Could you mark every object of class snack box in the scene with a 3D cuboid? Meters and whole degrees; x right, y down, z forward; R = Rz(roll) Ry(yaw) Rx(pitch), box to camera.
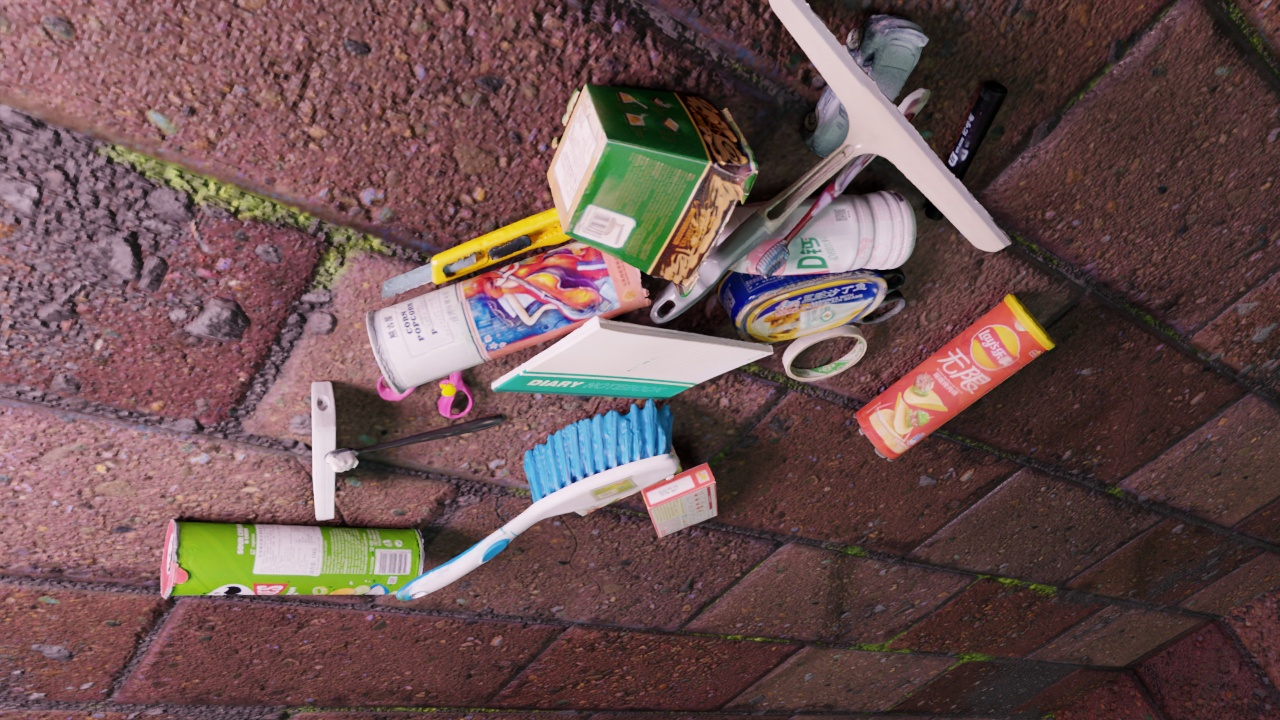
[{"bbox_3d":[-0.001,-0.128,0.649,0.105,0.117,0.118,9,129,-26],"label":"snack box"},{"bbox_3d":[0.046,0.160,1.027,0.077,0.027,0.156,-21,157,-3],"label":"snack box"}]

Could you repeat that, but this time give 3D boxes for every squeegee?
[{"bbox_3d":[0.099,-0.108,0.699,0.246,0.039,0.247,47,117,-6],"label":"squeegee"}]

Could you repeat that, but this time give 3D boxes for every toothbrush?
[{"bbox_3d":[-0.195,0.071,0.821,0.180,0.018,0.016,-13,138,-44],"label":"toothbrush"},{"bbox_3d":[0.156,-0.136,0.711,0.016,0.017,0.188,35,105,-31],"label":"toothbrush"}]

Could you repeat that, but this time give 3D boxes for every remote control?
[{"bbox_3d":[-0.279,0.082,0.810,0.019,0.056,0.135,-3,137,-22],"label":"remote control"}]

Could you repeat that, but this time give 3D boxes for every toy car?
[{"bbox_3d":[0.169,-0.204,0.697,0.054,0.036,0.121,1,139,-27],"label":"toy car"}]

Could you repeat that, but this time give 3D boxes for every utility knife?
[{"bbox_3d":[-0.115,-0.086,0.721,0.197,0.015,0.033,-22,141,1],"label":"utility knife"}]

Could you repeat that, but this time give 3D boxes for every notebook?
[{"bbox_3d":[-0.005,0.005,0.811,0.208,0.012,0.151,6,156,-42],"label":"notebook"}]

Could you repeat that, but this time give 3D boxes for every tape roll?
[{"bbox_3d":[0.187,-0.007,0.934,0.085,0.014,0.086,-11,149,-7],"label":"tape roll"}]

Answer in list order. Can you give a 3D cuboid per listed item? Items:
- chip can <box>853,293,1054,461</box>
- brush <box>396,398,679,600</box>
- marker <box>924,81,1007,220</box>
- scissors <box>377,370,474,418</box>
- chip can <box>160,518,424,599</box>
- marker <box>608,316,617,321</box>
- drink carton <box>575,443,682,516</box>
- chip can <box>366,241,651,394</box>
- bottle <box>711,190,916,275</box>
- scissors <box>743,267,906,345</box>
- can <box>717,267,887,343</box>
[{"bbox_3d":[0.338,0.022,0.999,0.073,0.073,0.217,24,123,-41],"label":"chip can"},{"bbox_3d":[-0.106,0.140,0.913,0.315,0.109,0.060,-20,149,7],"label":"brush"},{"bbox_3d":[0.278,-0.177,0.787,0.022,0.020,0.132,-20,144,-28],"label":"marker"},{"bbox_3d":[-0.172,0.003,0.799,0.124,0.017,0.134,1,132,-25],"label":"scissors"},{"bbox_3d":[-0.337,0.196,0.902,0.235,0.072,0.072,8,132,-32],"label":"chip can"},{"bbox_3d":[-0.078,-0.031,0.798,0.123,0.015,0.018,-8,131,-23],"label":"marker"},{"bbox_3d":[-0.022,0.116,0.968,0.122,0.045,0.053,-27,150,9],"label":"drink carton"},{"bbox_3d":[-0.103,-0.041,0.732,0.214,0.071,0.071,-19,141,-3],"label":"chip can"},{"bbox_3d":[0.129,-0.105,0.770,0.196,0.068,0.068,-5,138,-13],"label":"bottle"},{"bbox_3d":[0.178,-0.049,0.898,0.173,0.014,0.141,4,136,-23],"label":"scissors"},{"bbox_3d":[0.148,-0.063,0.837,0.148,0.049,0.075,-13,140,-9],"label":"can"}]
